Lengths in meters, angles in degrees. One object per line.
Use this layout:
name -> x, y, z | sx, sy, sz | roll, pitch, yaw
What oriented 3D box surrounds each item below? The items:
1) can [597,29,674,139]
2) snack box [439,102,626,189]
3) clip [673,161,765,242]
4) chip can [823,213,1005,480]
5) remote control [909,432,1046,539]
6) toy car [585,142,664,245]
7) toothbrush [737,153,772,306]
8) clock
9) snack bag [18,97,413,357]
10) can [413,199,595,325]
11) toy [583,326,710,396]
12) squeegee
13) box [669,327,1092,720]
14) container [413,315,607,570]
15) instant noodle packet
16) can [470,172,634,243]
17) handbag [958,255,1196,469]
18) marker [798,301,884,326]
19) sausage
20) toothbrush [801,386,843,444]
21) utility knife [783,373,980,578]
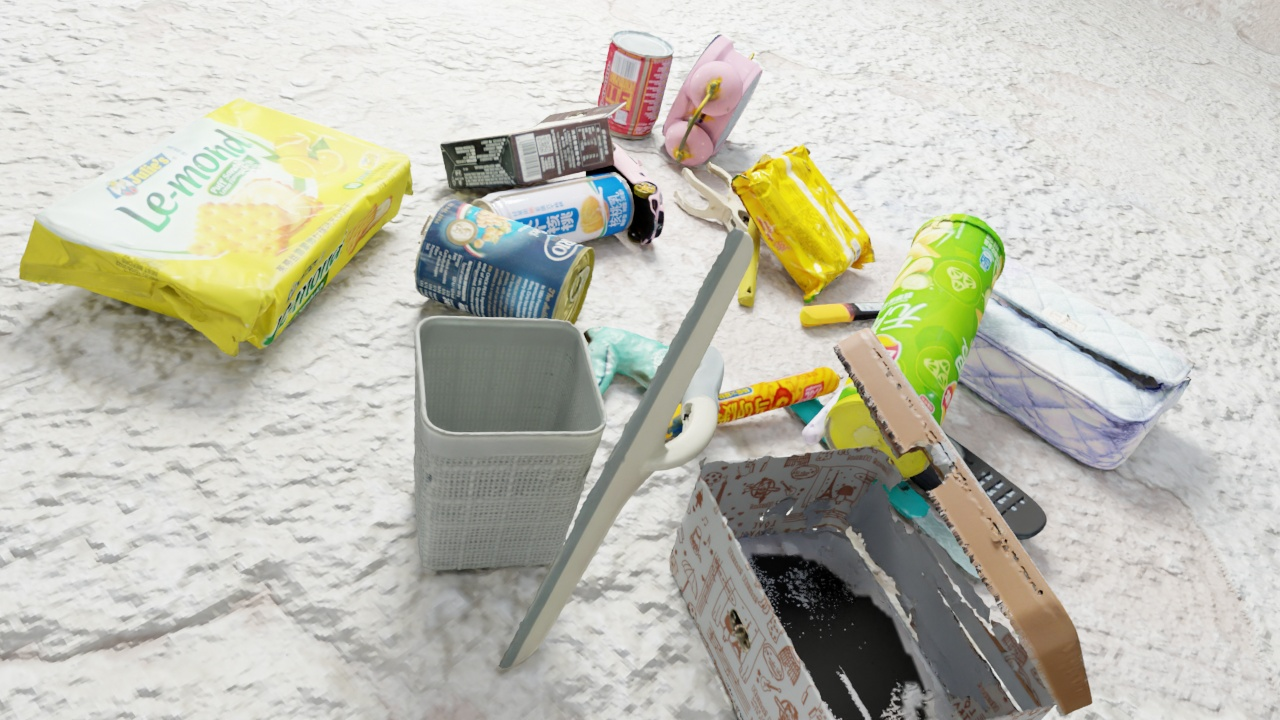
can -> -0.007, -0.285, 0.952 | 0.066, 0.094, 0.066 | 9, 38, -8
snack box -> -0.090, -0.184, 0.793 | 0.125, 0.053, 0.113 | -21, 20, -37
clip -> 0.086, -0.149, 0.866 | 0.104, 0.035, 0.083 | 32, 41, 12
chip can -> 0.200, -0.019, 0.651 | 0.072, 0.073, 0.220 | 25, 53, 12
remote control -> 0.213, 0.079, 0.632 | 0.053, 0.024, 0.136 | -22, 49, -35
toy car -> -0.012, -0.152, 0.817 | 0.037, 0.056, 0.122 | -18, 49, -26
toothbrush -> 0.103, -0.121, 0.816 | 0.015, 0.017, 0.189 | 19, 50, -9
clock -> 0.070, -0.260, 0.934 | 0.060, 0.117, 0.158 | 33, 38, 3
snack bag -> -0.277, -0.098, 0.647 | 0.158, 0.068, 0.245 | 19, 38, 3
can -> -0.098, -0.064, 0.660 | 0.111, 0.075, 0.075 | 20, 38, 7
toy -> -0.004, 0.004, 0.649 | 0.092, 0.030, 0.096 | 18, 45, 11
squeegee -> 0.027, 0.030, 0.527 | 0.039, 0.247, 0.246 | 29, 18, 5
box -> 0.129, 0.098, 0.454 | 0.152, 0.178, 0.182 | -5, 42, -23
container -> -0.078, 0.049, 0.495 | 0.090, 0.115, 0.090 | 1, 40, -18
instant noodle packet -> 0.145, -0.122, 0.811 | 0.110, 0.044, 0.128 | -33, 88, -42
can -> -0.072, -0.119, 0.756 | 0.134, 0.053, 0.053 | -19, 50, -37
handbag -> 0.331, -0.009, 0.741 | 0.194, 0.076, 0.133 | 38, 45, 25
marker -> 0.185, -0.041, 0.781 | 0.123, 0.015, 0.018 | -6, 44, -30
sausage -> 0.074, 0.029, 0.639 | 0.165, 0.021, 0.021 | -14, 46, -23
toothbrush -> 0.162, 0.019, 0.680 | 0.029, 0.021, 0.188 | -7, 17, 38
utility knife -> 0.161, 0.074, 0.629 | 0.029, 0.013, 0.207 | -17, 48, -33
